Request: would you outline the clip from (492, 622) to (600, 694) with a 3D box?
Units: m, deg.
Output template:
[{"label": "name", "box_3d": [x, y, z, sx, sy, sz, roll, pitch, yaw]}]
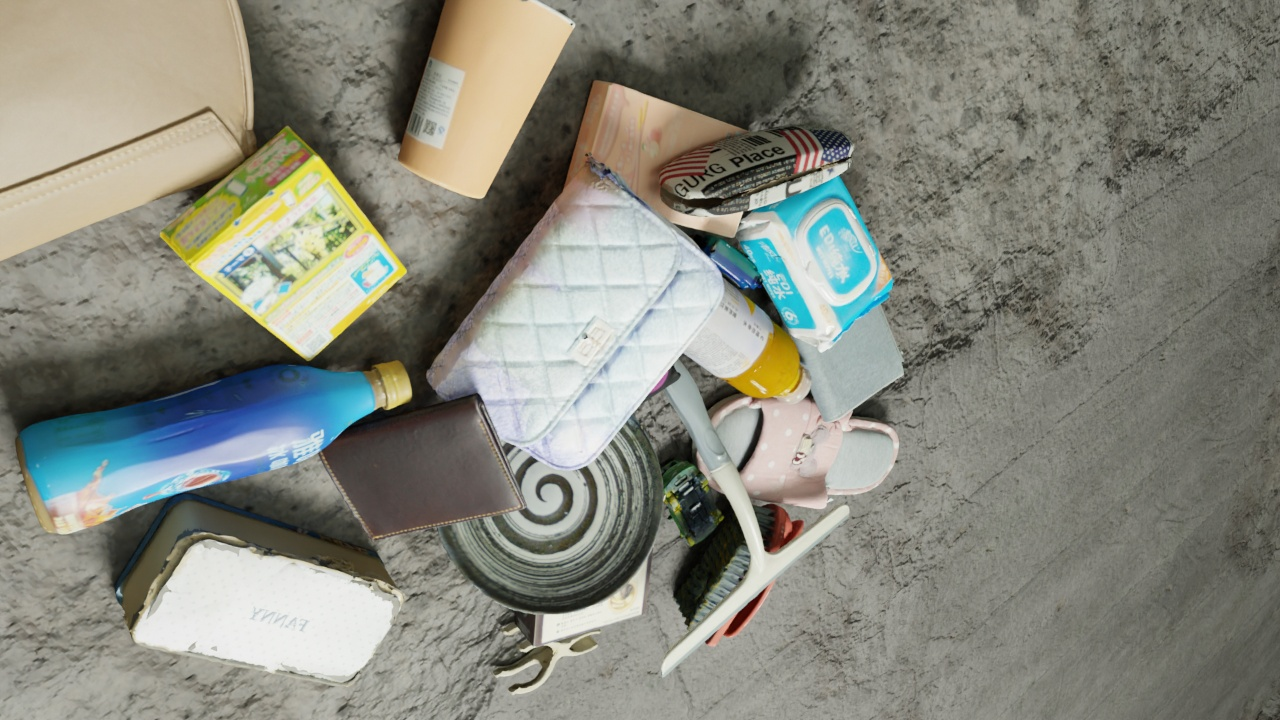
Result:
[{"label": "clip", "box_3d": [-0.081, 0.243, 0.801, 0.103, 0.035, 0.092, -27, 126, -28]}]

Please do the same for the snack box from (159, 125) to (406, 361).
[{"label": "snack box", "box_3d": [-0.198, -0.061, 0.531, 0.087, 0.034, 0.140, -45, 163, -10]}]

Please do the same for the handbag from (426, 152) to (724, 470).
[{"label": "handbag", "box_3d": [-0.041, -0.027, 0.642, 0.134, 0.075, 0.194, 35, 98, -16]}]

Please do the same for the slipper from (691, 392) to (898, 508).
[{"label": "slipper", "box_3d": [0.164, 0.091, 0.891, 0.274, 0.054, 0.114, 11, 105, -37]}]

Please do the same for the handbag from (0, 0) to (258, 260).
[{"label": "handbag", "box_3d": [-0.292, -0.133, 0.433, 0.204, 0.100, 0.148, -29, 133, -22]}]

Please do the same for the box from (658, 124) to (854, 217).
[{"label": "box", "box_3d": [0.088, -0.139, 0.686, 0.164, 0.071, 0.058, -21, 146, -23]}]

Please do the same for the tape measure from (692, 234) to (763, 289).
[{"label": "tape measure", "box_3d": [0.069, -0.081, 0.741, 0.058, 0.054, 0.025, 35, 90, -27]}]

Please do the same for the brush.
[{"label": "brush", "box_3d": [0.097, 0.199, 0.876, 0.069, 0.063, 0.146, 25, 104, -23]}]

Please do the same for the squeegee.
[{"label": "squeegee", "box_3d": [0.068, 0.095, 0.775, 0.245, 0.039, 0.246, -31, 103, -30]}]

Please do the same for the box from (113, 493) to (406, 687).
[{"label": "box", "box_3d": [-0.256, 0.157, 0.619, 0.184, 0.060, 0.090, 35, 88, -39]}]

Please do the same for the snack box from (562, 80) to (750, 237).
[{"label": "snack box", "box_3d": [0.022, -0.148, 0.694, 0.157, 0.026, 0.084, 8, 107, -38]}]

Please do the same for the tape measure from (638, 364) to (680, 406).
[{"label": "tape measure", "box_3d": [-0.004, 0.004, 0.731, 0.057, 0.039, 0.058, -36, 97, -6]}]

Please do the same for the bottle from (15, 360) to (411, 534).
[{"label": "bottle", "box_3d": [-0.249, 0.041, 0.563, 0.218, 0.065, 0.065, -17, 120, -29]}]

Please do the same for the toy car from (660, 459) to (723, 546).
[{"label": "toy car", "box_3d": [0.043, 0.129, 0.834, 0.043, 0.036, 0.091, -37, 127, -17]}]

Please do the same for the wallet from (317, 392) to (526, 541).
[{"label": "wallet", "box_3d": [-0.150, 0.077, 0.632, 0.122, 0.020, 0.096, -13, 119, 12]}]

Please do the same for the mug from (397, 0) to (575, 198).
[{"label": "mug", "box_3d": [-0.101, -0.168, 0.568, 0.078, 0.078, 0.123, 16, 105, -40]}]

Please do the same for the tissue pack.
[{"label": "tissue pack", "box_3d": [0.150, -0.087, 0.771, 0.089, 0.063, 0.140, -39, 110, -19]}]

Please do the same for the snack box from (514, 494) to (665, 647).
[{"label": "snack box", "box_3d": [-0.044, 0.169, 0.778, 0.113, 0.053, 0.126, -6, 111, -33]}]

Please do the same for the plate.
[{"label": "plate", "box_3d": [-0.068, 0.102, 0.702, 0.179, 0.024, 0.179, 3, 78, -17]}]

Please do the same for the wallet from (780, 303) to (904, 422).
[{"label": "wallet", "box_3d": [0.185, -0.024, 0.848, 0.106, 0.037, 0.130, -30, 104, -23]}]

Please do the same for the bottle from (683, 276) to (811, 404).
[{"label": "bottle", "box_3d": [0.077, -0.018, 0.764, 0.189, 0.068, 0.068, 34, 89, -38]}]
